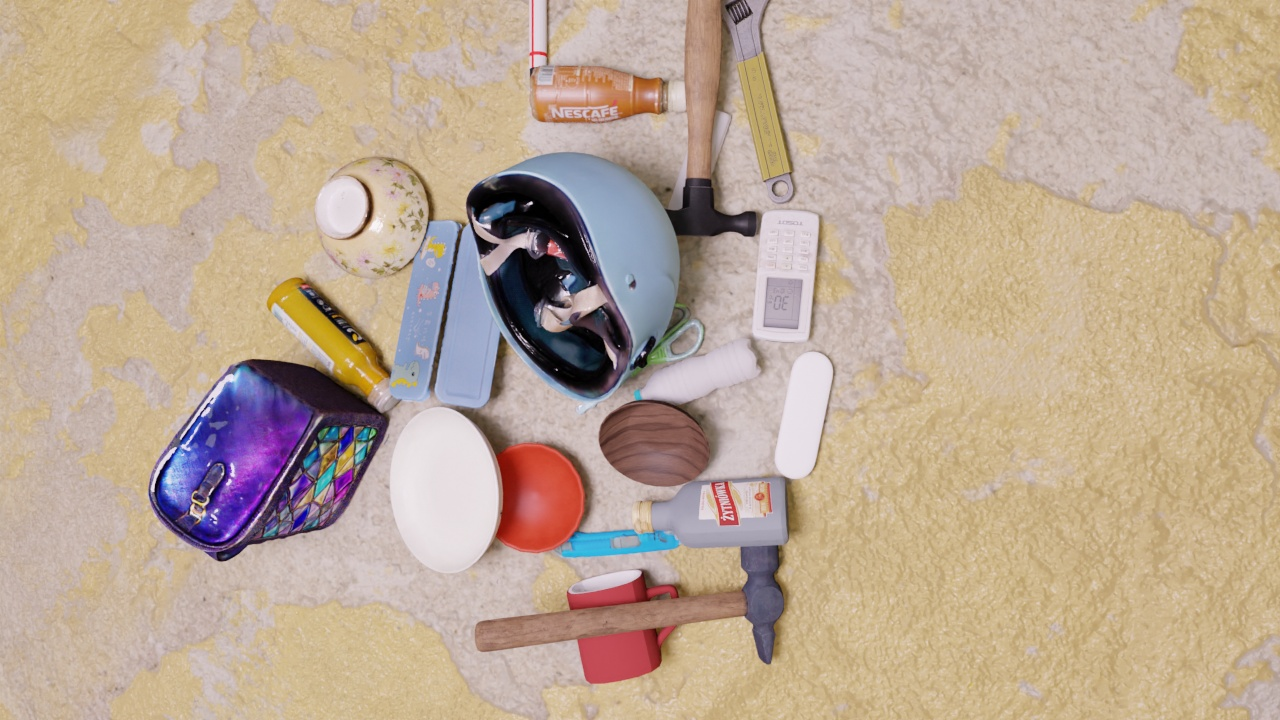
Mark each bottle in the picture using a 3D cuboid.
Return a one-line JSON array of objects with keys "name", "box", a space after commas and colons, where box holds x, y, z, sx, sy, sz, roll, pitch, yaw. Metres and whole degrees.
[{"name": "bottle", "box": [-0.349, -0.017, 1.059, 0.186, 0.053, 0.053, 43, 99, 8]}, {"name": "bottle", "box": [0.059, 0.018, 0.976, 0.136, 0.044, 0.044, -21, 87, 12]}, {"name": "bottle", "box": [-0.033, -0.283, 0.980, 0.167, 0.059, 0.059, 2, 92, 4]}, {"name": "bottle", "box": [0.073, 0.161, 0.965, 0.161, 0.072, 0.046, -5, 134, 12]}]

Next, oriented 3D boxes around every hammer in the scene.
[{"name": "hammer", "box": [0.057, -0.282, 0.941, 0.132, 0.040, 0.305, 1, 97, -7]}, {"name": "hammer", "box": [-0.006, 0.261, 0.931, 0.321, 0.040, 0.129, -3, 90, -16]}]

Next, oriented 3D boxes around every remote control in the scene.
[{"name": "remote control", "box": [0.152, -0.088, 0.961, 0.060, 0.025, 0.138, 5, 93, 12]}, {"name": "remote control", "box": [0.060, -0.205, 0.984, 0.033, 0.012, 0.131, 20, 96, 11]}, {"name": "remote control", "box": [0.172, 0.058, 0.968, 0.043, 0.013, 0.136, 11, 94, 12]}]

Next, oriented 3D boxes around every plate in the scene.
[{"name": "plate", "box": [-0.210, 0.142, 1.020, 0.183, 0.034, 0.182, 0, 91, 39]}]

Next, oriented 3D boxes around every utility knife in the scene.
[{"name": "utility knife", "box": [-0.008, 0.198, 1.012, 0.198, 0.015, 0.031, -8, 93, 11]}]

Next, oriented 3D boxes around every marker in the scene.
[{"name": "marker", "box": [-0.113, -0.380, 1.013, 0.019, 0.019, 0.145, 1, 92, 12]}]

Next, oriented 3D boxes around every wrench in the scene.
[{"name": "wrench", "box": [0.124, -0.299, 0.964, 0.084, 0.018, 0.273, -14, 89, 12]}]

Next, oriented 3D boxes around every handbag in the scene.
[{"name": "handbag", "box": [-0.405, 0.121, 1.005, 0.125, 0.205, 0.222, 32, 91, 10]}]

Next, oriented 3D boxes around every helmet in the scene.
[{"name": "helmet", "box": [-0.055, -0.086, 0.919, 0.225, 0.166, 0.266, 39, 142, 25]}]

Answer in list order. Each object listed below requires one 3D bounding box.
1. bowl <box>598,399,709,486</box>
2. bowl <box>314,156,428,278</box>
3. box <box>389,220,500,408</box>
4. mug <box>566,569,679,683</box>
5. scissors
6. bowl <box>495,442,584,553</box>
[{"name": "bowl", "box": [0.017, 0.081, 0.977, 0.119, 0.032, 0.119, 8, 129, 9]}, {"name": "bowl", "box": [-0.318, -0.166, 1.034, 0.145, 0.063, 0.145, -1, 88, 20]}, {"name": "box", "box": [-0.211, -0.054, 1.018, 0.126, 0.039, 0.209, 7, 81, 11]}, {"name": "mug", "box": [-0.012, 0.281, 0.983, 0.116, 0.080, 0.096, -13, 89, 5]}, {"name": "scissors", "box": [-0.006, 0.005, 1.007, 0.174, 0.033, 0.065, -40, 88, 7]}, {"name": "bowl", "box": [-0.117, 0.151, 1.023, 0.122, 0.035, 0.122, 0, 92, 12]}]
